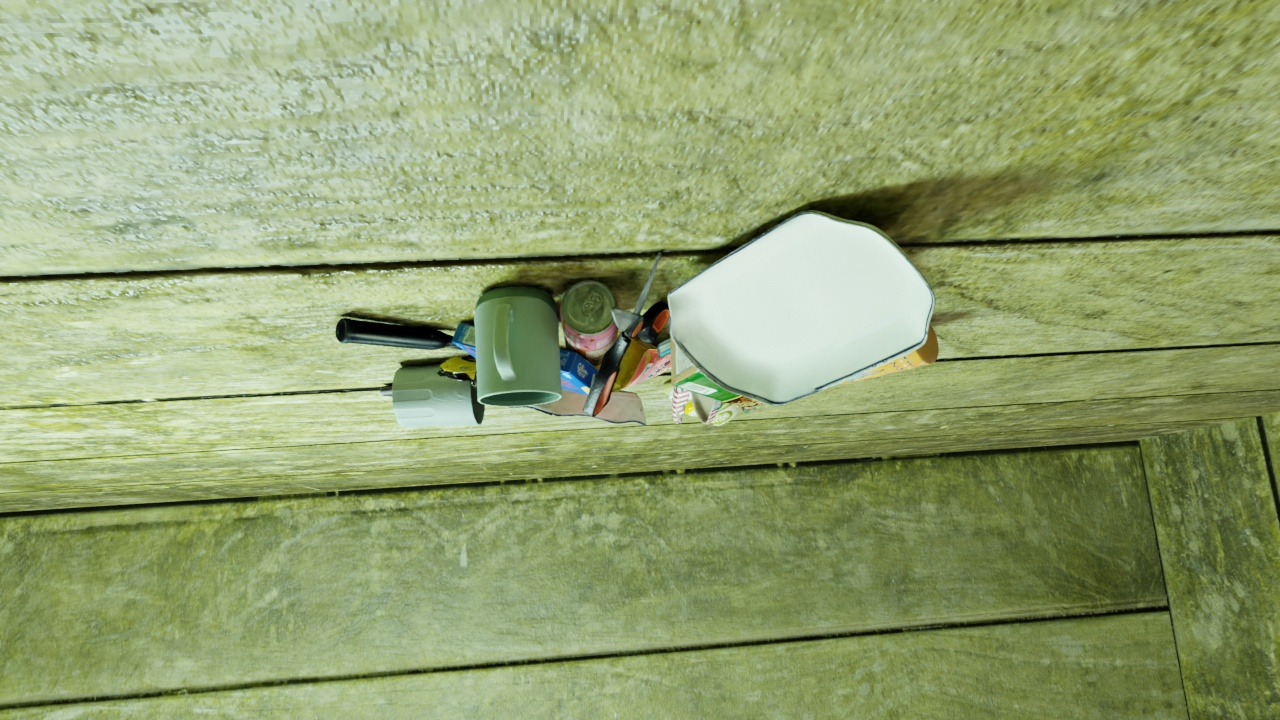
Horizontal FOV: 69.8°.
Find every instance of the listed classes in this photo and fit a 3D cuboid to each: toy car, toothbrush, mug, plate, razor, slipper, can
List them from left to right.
[{"bbox_3d":[-0.232,-0.024,1.013,0.212,0.026,0.027,5,133,-45],"label":"toothbrush"},{"bbox_3d":[-0.260,0.041,1.213,0.103,0.084,0.123,-4,-167,2],"label":"mug"},{"bbox_3d":[-0.176,0.011,1.137,0.155,0.041,0.071,3,-172,-41],"label":"toy car"},{"bbox_3d":[-0.122,-0.016,0.886,0.082,0.106,0.112,-5,169,6],"label":"mug"},{"bbox_3d":[-0.090,0.055,1.281,0.205,0.045,0.205,9,178,0],"label":"plate"},{"bbox_3d":[-0.051,-0.035,0.939,0.058,0.058,0.147,-4,168,-3],"label":"can"},{"bbox_3d":[0.083,0.008,1.047,0.132,0.028,0.043,28,152,-19],"label":"razor"},{"bbox_3d":[0.124,0.056,1.393,0.190,0.081,0.092,1,165,-36],"label":"slipper"},{"bbox_3d":[0.137,-0.047,0.820,0.162,0.034,0.267,44,141,-14],"label":"plate"},{"bbox_3d":[0.310,-0.009,1.192,0.058,0.058,0.146,6,165,-40],"label":"can"}]

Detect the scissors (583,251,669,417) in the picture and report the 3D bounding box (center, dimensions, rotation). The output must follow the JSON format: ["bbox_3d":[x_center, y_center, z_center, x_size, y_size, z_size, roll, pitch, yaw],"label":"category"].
[{"bbox_3d":[-0.009,-0.031,0.909,0.223,0.022,0.221,-40,161,-57],"label":"scissors"}]

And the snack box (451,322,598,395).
[{"bbox_3d":[-0.120,0.000,1.000,0.157,0.026,0.084,14,165,27],"label":"snack box"}]

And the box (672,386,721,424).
[{"bbox_3d":[0.083,0.018,1.134,0.079,0.074,0.164,7,142,-1],"label":"box"}]

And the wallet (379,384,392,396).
[{"bbox_3d":[-0.300,0.043,1.332,0.122,0.020,0.096,-5,169,13],"label":"wallet"}]

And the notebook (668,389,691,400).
[{"bbox_3d":[0.145,0.007,1.205,0.150,0.012,0.210,2,153,-24],"label":"notebook"}]

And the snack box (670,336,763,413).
[{"bbox_3d":[0.093,-0.011,0.979,0.105,0.117,0.118,6,163,-22],"label":"snack box"}]

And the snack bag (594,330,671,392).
[{"bbox_3d":[-0.007,0.007,1.160,0.129,0.073,0.207,-16,172,16],"label":"snack bag"}]
